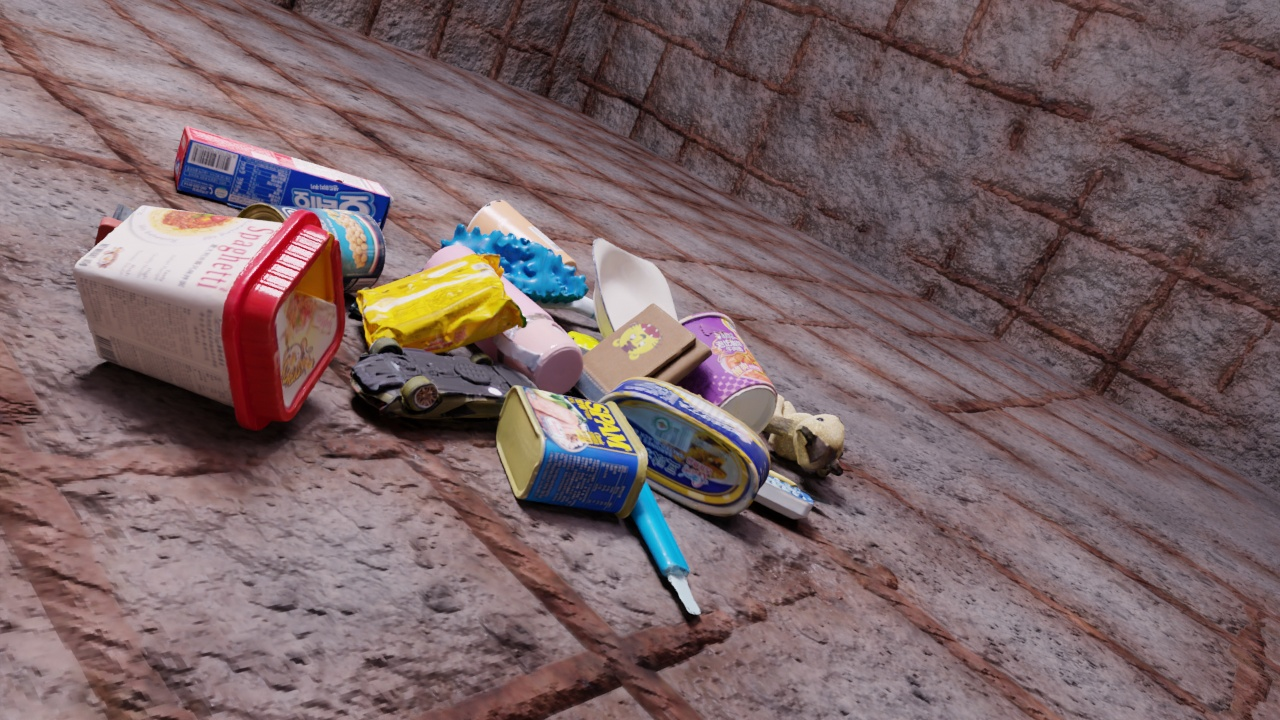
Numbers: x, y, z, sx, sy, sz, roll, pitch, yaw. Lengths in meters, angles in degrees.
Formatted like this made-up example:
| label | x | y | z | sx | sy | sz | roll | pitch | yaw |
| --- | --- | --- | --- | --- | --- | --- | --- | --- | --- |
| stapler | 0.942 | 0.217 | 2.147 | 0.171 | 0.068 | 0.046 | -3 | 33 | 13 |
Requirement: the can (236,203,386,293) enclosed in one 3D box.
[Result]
| label | x | y | z | sx | sy | sz | roll | pitch | yaw |
| --- | --- | --- | --- | --- | --- | --- | --- | --- | --- |
| can | -0.283 | -0.094 | 0.789 | 0.075 | 0.075 | 0.111 | 31 | 18 | 20 |

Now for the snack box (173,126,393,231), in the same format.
| label | x | y | z | sx | sy | sz | roll | pitch | yaw |
| --- | --- | --- | --- | --- | --- | --- | --- | --- | --- |
| snack box | -0.370 | -0.182 | 0.960 | 0.207 | 0.057 | 0.058 | 12 | 19 | -35 |

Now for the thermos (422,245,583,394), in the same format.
| label | x | y | z | sx | sy | sz | roll | pitch | yaw |
| --- | --- | --- | --- | --- | --- | --- | --- | --- | --- |
| thermos | -0.134 | -0.039 | 0.837 | 0.087 | 0.067 | 0.198 | 23 | 13 | -49 |

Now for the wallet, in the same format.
| label | x | y | z | sx | sy | sz | roll | pitch | yaw |
| --- | --- | --- | --- | --- | --- | --- | --- | --- | --- |
| wallet | -0.005 | 0.005 | 0.827 | 0.090 | 0.115 | 0.033 | 40 | -20 | 39 |

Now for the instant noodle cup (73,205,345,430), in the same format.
| label | x | y | z | sx | sy | sz | roll | pitch | yaw |
| --- | --- | --- | --- | --- | --- | --- | --- | --- | --- |
| instant noodle cup | -0.263 | -0.035 | 0.569 | 0.124 | 0.117 | 0.116 | 14 | 41 | 1 |

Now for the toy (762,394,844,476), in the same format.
| label | x | y | z | sx | sy | sz | roll | pitch | yaw |
| --- | --- | --- | --- | --- | --- | --- | --- | --- | --- |
| toy | 0.159 | 0.069 | 0.922 | 0.105 | 0.066 | 0.157 | 44 | 1 | -16 |

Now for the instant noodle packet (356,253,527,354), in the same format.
| label | x | y | z | sx | sy | sz | roll | pitch | yaw |
| --- | --- | --- | --- | --- | --- | --- | --- | --- | --- |
| instant noodle packet | -0.166 | -0.043 | 0.762 | 0.128 | 0.044 | 0.110 | -19 | 38 | -12 |

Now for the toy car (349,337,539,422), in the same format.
| label | x | y | z | sx | sy | sz | roll | pitch | yaw |
| --- | --- | --- | --- | --- | --- | --- | --- | --- | --- |
| toy car | -0.143 | 0.021 | 0.697 | 0.158 | 0.042 | 0.070 | 7 | 25 | -44 |

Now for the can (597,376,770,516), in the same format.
| label | x | y | z | sx | sy | sz | roll | pitch | yaw |
| --- | --- | --- | --- | --- | --- | --- | --- | --- | --- |
| can | 0.032 | 0.068 | 0.741 | 0.148 | 0.075 | 0.049 | 28 | 21 | 10 |

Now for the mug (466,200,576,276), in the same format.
| label | x | y | z | sx | sy | sz | roll | pitch | yaw |
| --- | --- | --- | --- | --- | --- | --- | --- | --- | --- |
| mug | -0.138 | -0.126 | 1.084 | 0.123 | 0.078 | 0.078 | 36 | 20 | 18 |

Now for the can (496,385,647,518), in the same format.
| label | x | y | z | sx | sy | sz | roll | pitch | yaw |
| --- | --- | --- | --- | --- | --- | --- | --- | --- | --- |
| can | -0.053 | 0.065 | 0.668 | 0.083 | 0.057 | 0.102 | 13 | 21 | -27 |

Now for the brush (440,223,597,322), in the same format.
| label | x | y | z | sx | sy | sz | roll | pitch | yaw |
| --- | --- | --- | --- | --- | --- | --- | --- | --- | --- |
| brush | -0.074 | -0.070 | 1.015 | 0.314 | 0.060 | 0.110 | 17 | -15 | -16 |

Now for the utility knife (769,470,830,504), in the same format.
| label | x | y | z | sx | sy | sz | roll | pitch | yaw |
| --- | --- | --- | --- | --- | --- | --- | --- | --- | --- |
| utility knife | 0.090 | 0.091 | 0.835 | 0.183 | 0.019 | 0.031 | 20 | -12 | -2 |

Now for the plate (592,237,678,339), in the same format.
| label | x | y | z | sx | sy | sz | roll | pitch | yaw |
| --- | --- | --- | --- | --- | --- | --- | --- | --- | --- |
| plate | -0.005 | -0.040 | 0.973 | 0.164 | 0.034 | 0.163 | 16 | 54 | -59 |

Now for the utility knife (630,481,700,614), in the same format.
| label | x | y | z | sx | sy | sz | roll | pitch | yaw |
| --- | --- | --- | --- | --- | --- | --- | --- | --- | --- |
| utility knife | 0.009 | 0.119 | 0.652 | 0.034 | 0.018 | 0.182 | 38 | 10 | -31 |

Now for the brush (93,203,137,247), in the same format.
| label | x | y | z | sx | sy | sz | roll | pitch | yaw |
| --- | --- | --- | --- | --- | --- | --- | --- | --- | --- |
| brush | -0.314 | -0.053 | 0.661 | 0.145 | 0.063 | 0.069 | 17 | 42 | -27 |

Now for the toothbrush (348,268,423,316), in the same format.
| label | x | y | z | sx | sy | sz | roll | pitch | yaw |
| --- | --- | --- | --- | --- | --- | --- | --- | --- | --- |
| toothbrush | -0.236 | -0.067 | 0.878 | 0.017 | 0.014 | 0.188 | 32 | 17 | -3 |

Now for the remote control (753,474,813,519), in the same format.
| label | x | y | z | sx | sy | sz | roll | pitch | yaw |
| --- | --- | --- | --- | --- | --- | --- | --- | --- | --- |
| remote control | 0.088 | 0.101 | 0.792 | 0.125 | 0.024 | 0.049 | 27 | 3 | 3 |

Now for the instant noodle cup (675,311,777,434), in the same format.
| label | x | y | z | sx | sy | sz | roll | pitch | yaw |
| --- | --- | --- | --- | --- | --- | --- | --- | --- | --- |
| instant noodle cup | 0.072 | 0.025 | 0.878 | 0.111 | 0.112 | 0.099 | 8 | 32 | -43 |

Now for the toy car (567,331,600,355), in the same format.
| label | x | y | z | sx | sy | sz | roll | pitch | yaw |
| --- | --- | --- | --- | --- | --- | --- | --- | --- | --- |
| toy car | -0.055 | -0.008 | 0.915 | 0.048 | 0.032 | 0.105 | 22 | 16 | -7 |
